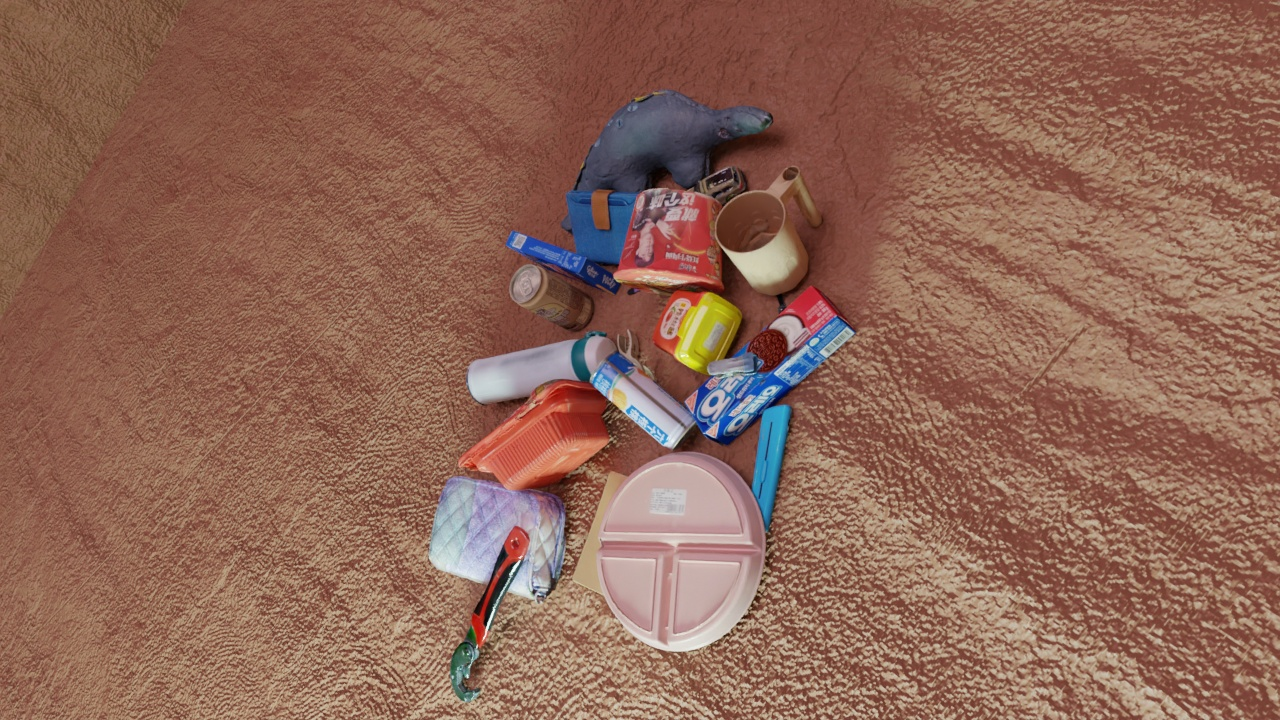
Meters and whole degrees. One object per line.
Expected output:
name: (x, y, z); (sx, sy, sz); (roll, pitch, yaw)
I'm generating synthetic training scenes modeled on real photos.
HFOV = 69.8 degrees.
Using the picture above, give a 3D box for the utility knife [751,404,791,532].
utility knife: (0.140, 0.147, 1.035); (0.034, 0.018, 0.198); (3, 76, 36)

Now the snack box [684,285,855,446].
snack box: (0.147, 0.010, 1.056); (0.208, 0.057, 0.058); (-44, 50, 15)

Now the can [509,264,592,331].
can: (-0.119, -0.084, 1.244); (0.059, 0.116, 0.058); (-13, 65, 31)

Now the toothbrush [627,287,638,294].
toothbrush: (0.056, -0.129, 1.200); (0.189, 0.016, 0.014); (-26, 60, 28)

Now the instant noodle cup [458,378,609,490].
instant noodle cup: (-0.120, 0.102, 1.157); (0.189, 0.164, 0.079); (-38, 72, 20)

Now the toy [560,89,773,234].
toy: (0.017, -0.287, 1.237); (0.357, 0.091, 0.138); (-18, 81, 35)

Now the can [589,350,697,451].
can: (0.005, 0.049, 1.114); (0.134, 0.053, 0.053); (40, 99, 12)

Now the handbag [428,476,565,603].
handbag: (-0.185, 0.229, 1.203); (0.194, 0.075, 0.134); (6, 82, 38)

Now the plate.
plate: (0.038, 0.216, 1.061); (0.230, 0.028, 0.229); (-14, 66, 34)

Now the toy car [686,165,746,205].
toy car: (0.093, -0.220, 1.195); (0.091, 0.035, 0.042); (-24, 59, 29)

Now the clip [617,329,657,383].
clip: (-0.002, 0.006, 1.181); (0.093, 0.035, 0.103); (-4, 63, 39)

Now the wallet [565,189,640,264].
wallet: (-0.039, -0.179, 1.243); (0.133, 0.040, 0.106); (10, 120, 36)

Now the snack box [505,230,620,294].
snack box: (-0.108, -0.136, 1.275); (0.157, 0.084, 0.026); (24, 88, 39)

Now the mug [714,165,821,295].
mug: (0.156, -0.149, 1.067); (0.124, 0.103, 0.084); (-50, 53, -3)

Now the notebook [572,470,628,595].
notebook: (0.018, 0.228, 1.099); (0.208, 0.008, 0.147); (14, 82, 39)

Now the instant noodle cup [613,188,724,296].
instant noodle cup: (0.041, -0.145, 1.130); (0.138, 0.137, 0.108); (3, 83, 37)

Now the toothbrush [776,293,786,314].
toothbrush: (0.157, -0.118, 1.121); (0.014, 0.018, 0.189); (-21, 60, 17)

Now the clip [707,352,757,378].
clip: (0.105, 0.006, 1.039); (0.057, 0.031, 0.025); (-11, 64, 31)

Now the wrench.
wrench: (-0.192, 0.319, 1.153); (0.056, 0.016, 0.274); (35, 115, 30)

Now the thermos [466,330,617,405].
thermos: (-0.133, 0.010, 1.252); (0.225, 0.073, 0.073); (-11, 67, 32)

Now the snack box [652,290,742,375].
snack box: (0.067, -0.037, 1.122); (0.080, 0.082, 0.091); (23, 86, 52)
